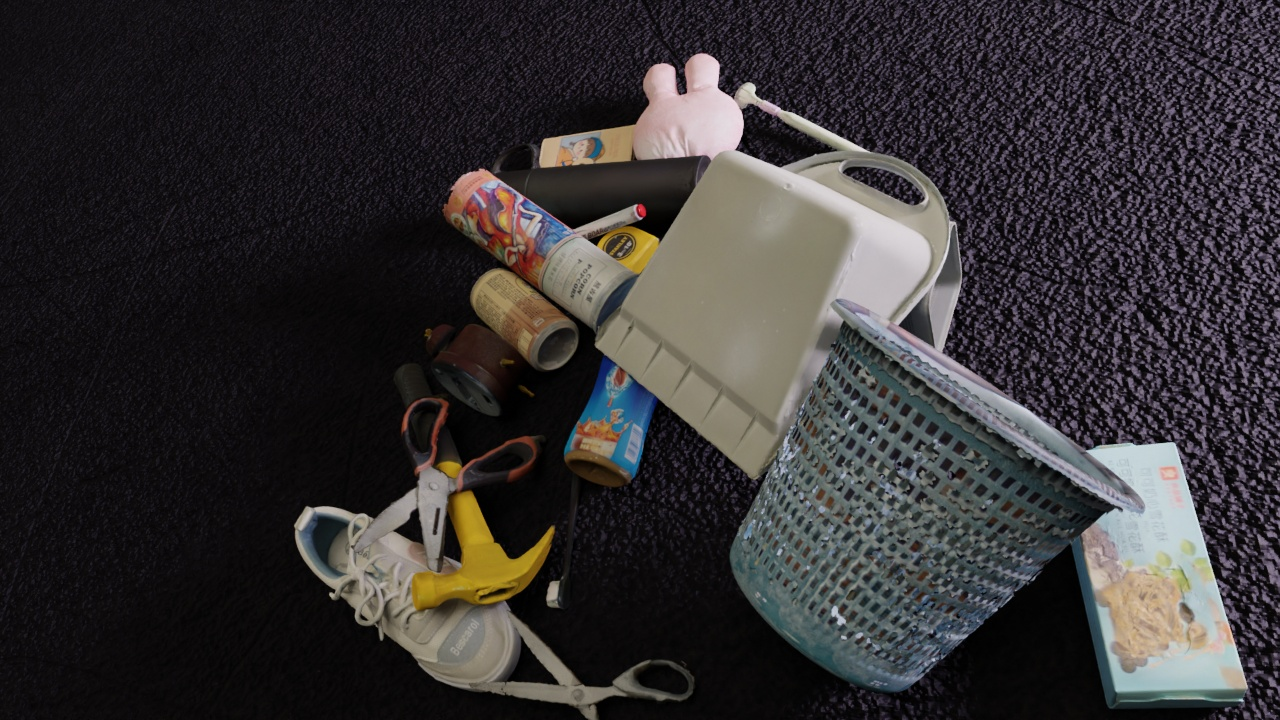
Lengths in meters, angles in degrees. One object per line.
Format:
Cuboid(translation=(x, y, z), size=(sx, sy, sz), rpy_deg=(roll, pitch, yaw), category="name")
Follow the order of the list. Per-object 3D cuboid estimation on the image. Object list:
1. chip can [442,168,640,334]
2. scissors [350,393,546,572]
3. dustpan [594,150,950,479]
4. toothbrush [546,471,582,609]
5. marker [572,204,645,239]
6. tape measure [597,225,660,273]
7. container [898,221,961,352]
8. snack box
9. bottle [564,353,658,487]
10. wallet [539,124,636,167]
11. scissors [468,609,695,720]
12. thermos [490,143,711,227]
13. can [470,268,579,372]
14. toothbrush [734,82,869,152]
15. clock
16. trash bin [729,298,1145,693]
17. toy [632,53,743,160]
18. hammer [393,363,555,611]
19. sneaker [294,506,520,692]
Cuboid(translation=(-0.098, -0.109, 0.908), size=(0.215, 0.071, 0.071), rpy_deg=(37, 76, 22), category="chip can")
Cuboid(translation=(-0.170, 0.096, 0.791), size=(0.226, 0.015, 0.189), rpy_deg=(-18, 45, -42), category="scissors")
Cuboid(translation=(0.124, -0.065, 0.765), size=(0.223, 0.142, 0.258), rpy_deg=(40, 110, 40), category="dustpan")
Cuboid(translation=(-0.061, 0.129, 0.806), size=(0.018, 0.015, 0.180), rpy_deg=(-9, 56, 26), category="toothbrush")
Cuboid(translation=(-0.057, -0.132, 0.943), size=(0.146, 0.017, 0.017), rpy_deg=(-15, 53, 33), category="marker")
Cuboid(translation=(-0.015, -0.107, 0.932), size=(0.057, 0.029, 0.060), rpy_deg=(31, 73, 32), category="tape measure")
Cuboid(translation=(0.205, -0.066, 0.786), size=(0.114, 0.090, 0.090), rpy_deg=(10, 62, 29), category="container")
Cuboid(translation=(0.340, 0.143, 0.621), size=(0.074, 0.051, 0.174), rpy_deg=(-8, 57, 17), category="snack box")
Cuboid(translation=(-0.005, 0.005, 0.832), size=(0.065, 0.065, 0.218), rpy_deg=(7, 62, 24), category="bottle")
Cuboid(translation=(-0.061, -0.224, 1.030), size=(0.115, 0.024, 0.087), rpy_deg=(-3, 53, 18), category="wallet")
Cuboid(translation=(-0.041, 0.255, 0.697), size=(0.159, 0.014, 0.180), rpy_deg=(-25, 64, -7), category="scissors")
Cuboid(translation=(-0.046, -0.184, 0.958), size=(0.243, 0.090, 0.068), rpy_deg=(2, 17, 21), category="thermos")
Cuboid(translation=(-0.115, -0.041, 0.908), size=(0.058, 0.058, 0.116), rpy_deg=(-43, 55, -10), category="can")
Cuboid(translation=(0.171, -0.245, 0.957), size=(0.189, 0.020, 0.029), rpy_deg=(39, 108, 34), category="toothbrush")
Cuboid(translation=(-0.162, 0.005, 0.883), size=(0.122, 0.082, 0.055), rpy_deg=(21, 64, 29), category="clock")
Cuboid(translation=(0.170, 0.099, 0.613), size=(0.226, 0.226, 0.195), rpy_deg=(44, 108, 36), category="trash bin")
Cuboid(translation=(0.050, -0.266, 0.993), size=(0.121, 0.054, 0.159), rpy_deg=(-8, 60, 14), category="toy")
Cuboid(translation=(-0.173, 0.100, 0.830), size=(0.128, 0.033, 0.300), rpy_deg=(-3, 37, -29), category="hammer")
Cuboid(translation=(-0.203, 0.188, 0.774), size=(0.242, 0.091, 0.089), rpy_deg=(24, 71, 31), category="sneaker")
